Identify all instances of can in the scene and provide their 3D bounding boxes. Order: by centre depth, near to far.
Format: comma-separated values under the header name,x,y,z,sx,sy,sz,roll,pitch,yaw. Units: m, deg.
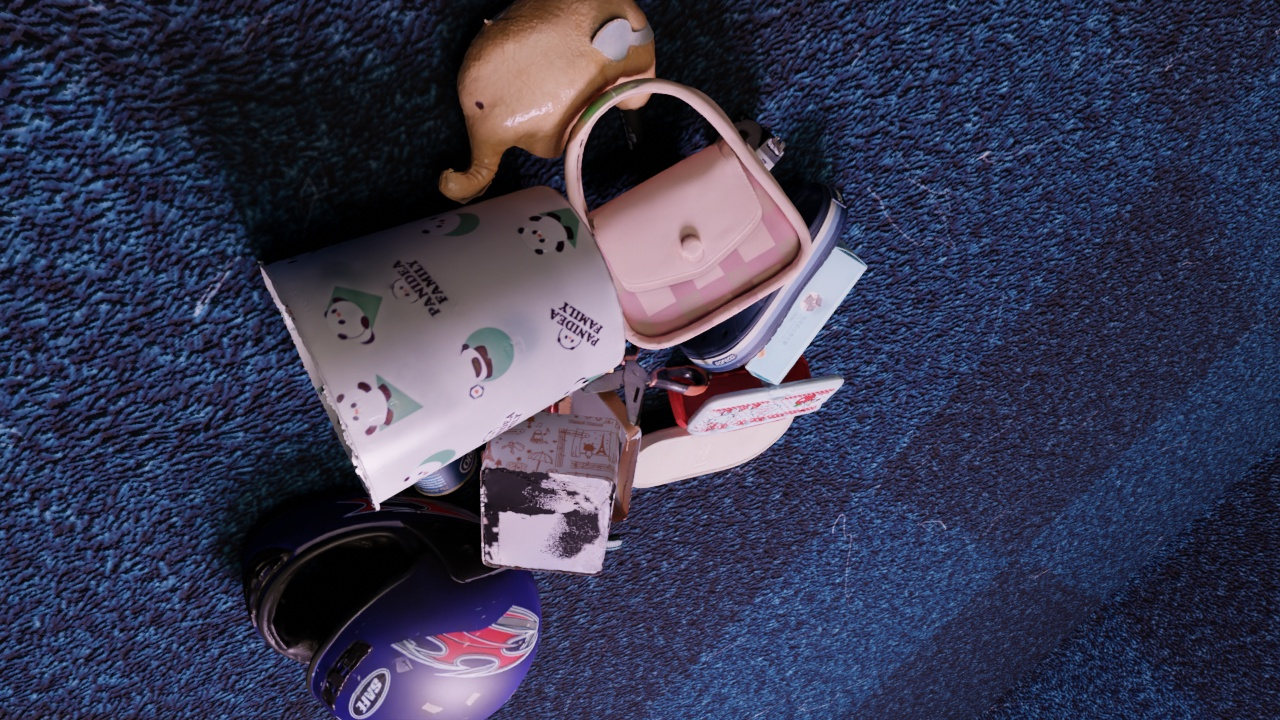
name,x,y,z,sx,sy,sz,roll,pitch,yaw
can,-0.226,0.079,0.956,0.075,0.075,0.111,-29,136,-8

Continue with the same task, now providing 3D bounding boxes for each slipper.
name,x,y,z,sx,sy,sz,roll,pitch,yaw
slipper,0.122,-0.093,1.008,0.095,0.105,0.253,31,113,-23
slipper,0.086,0.094,1.181,0.273,0.054,0.114,-15,136,-30

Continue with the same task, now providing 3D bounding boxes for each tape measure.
name,x,y,z,sx,sy,sz,roll,pitch,yaw
tape measure,0.104,-0.209,0.926,0.066,0.065,0.033,-48,131,9

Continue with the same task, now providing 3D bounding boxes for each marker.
name,x,y,z,sx,sy,sz,roll,pitch,yaw
marker,-0.003,-0.217,0.886,0.022,0.020,0.132,-40,140,-21

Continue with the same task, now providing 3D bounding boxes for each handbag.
name,x,y,z,sx,sy,sz,roll,pitch,yaw
handbag,0.027,-0.141,0.817,0.193,0.093,0.234,-29,120,8

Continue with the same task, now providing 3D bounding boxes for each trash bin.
name,x,y,z,sx,sy,sz,roll,pitch,yaw
trash bin,-0.165,-0.025,0.810,0.251,0.229,0.230,-25,136,-20

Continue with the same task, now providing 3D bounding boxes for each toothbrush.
name,x,y,z,sx,sy,sz,roll,pitch,yaw
toothbrush,-0.106,0.256,1.229,0.191,0.016,0.018,-3,117,-31

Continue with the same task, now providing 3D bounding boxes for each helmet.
name,x,y,z,sx,sy,sz,roll,pitch,yaw
helmet,-0.257,0.284,0.996,0.315,0.240,0.248,15,115,-39

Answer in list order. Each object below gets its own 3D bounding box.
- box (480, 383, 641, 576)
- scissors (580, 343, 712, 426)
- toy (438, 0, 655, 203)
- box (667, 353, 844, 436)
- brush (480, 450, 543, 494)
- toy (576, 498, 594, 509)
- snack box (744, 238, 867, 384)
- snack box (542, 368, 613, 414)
name,x,y,z,sx,sy,sz,roll,pitch,yaw
box,-0.078,0.095,0.954,0.154,0.184,0.183,5,136,-5
scissors,0.003,0.009,0.955,0.225,0.189,0.015,9,124,-41
toy,-0.091,-0.230,0.775,0.226,0.082,0.143,-33,128,0
box,0.143,0.031,1.112,0.201,0.095,0.102,-9,169,-26
brush,-0.151,0.159,1.087,0.073,0.063,0.146,1,130,4
toy,-0.080,0.200,1.166,0.100,0.031,0.097,-36,162,-27
snack box,0.177,-0.063,1.044,0.051,0.074,0.175,27,110,-20
snack box,-0.075,0.058,1.070,0.075,0.025,0.153,-12,132,-24
